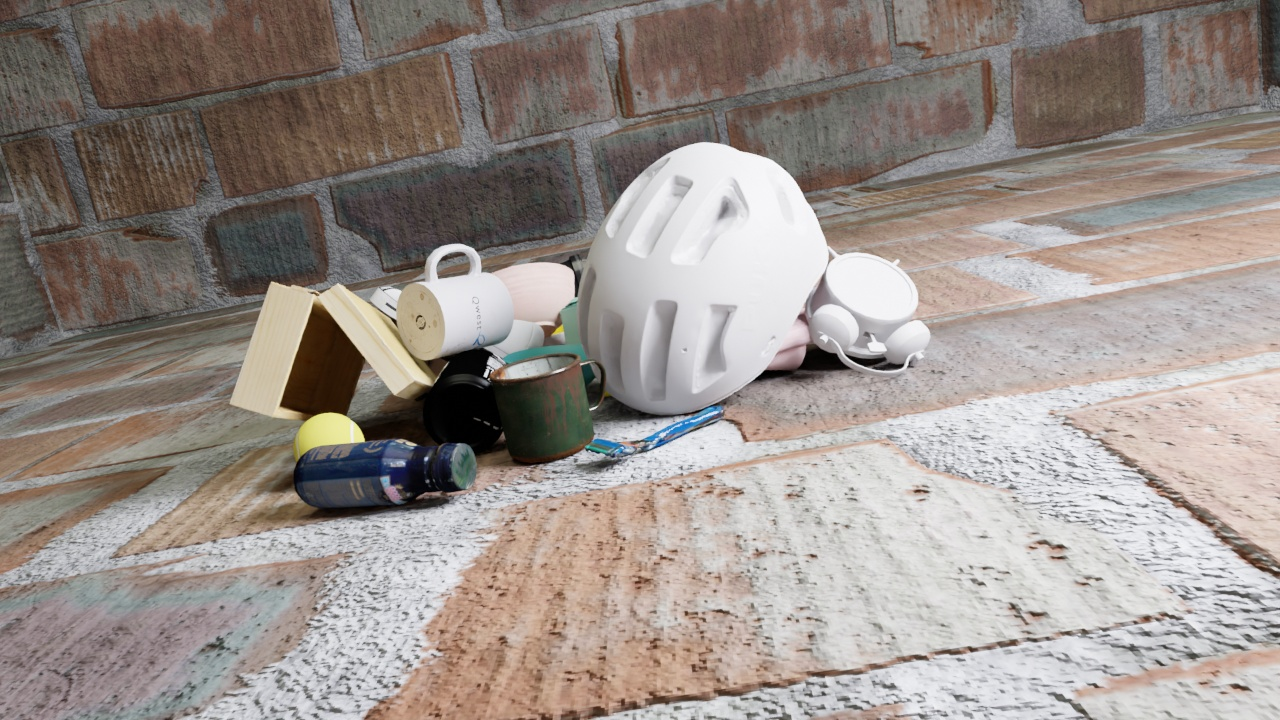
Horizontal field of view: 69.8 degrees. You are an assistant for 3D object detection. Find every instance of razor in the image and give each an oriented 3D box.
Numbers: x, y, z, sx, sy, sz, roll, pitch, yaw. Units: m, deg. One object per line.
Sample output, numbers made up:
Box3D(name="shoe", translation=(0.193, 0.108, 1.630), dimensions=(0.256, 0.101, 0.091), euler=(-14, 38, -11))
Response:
Box3D(name="razor", translation=(0.021, 0.064, 0.806), dimensions=(0.140, 0.018, 0.044), euler=(-15, 13, -34))

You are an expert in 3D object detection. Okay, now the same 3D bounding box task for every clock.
Box3D(name="clock", translation=(0.223, -0.042, 0.916), dimensions=(0.120, 0.061, 0.158), euler=(10, 48, -5))

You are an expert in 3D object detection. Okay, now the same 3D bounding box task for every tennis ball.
Box3D(name="tennis ball", translation=(-0.300, 0.083, 0.885), dimensions=(0.065, 0.065, 0.065), euler=(-10, 13, 2))

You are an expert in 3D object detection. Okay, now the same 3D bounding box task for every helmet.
Box3D(name="helmet", translation=(0.047, -0.083, 0.918), dimensions=(0.183, 0.282, 0.224), euler=(28, 5, -47))

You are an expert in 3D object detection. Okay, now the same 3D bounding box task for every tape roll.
Box3D(name="tape roll", translation=(-0.127, -0.037, 1.361), dimensions=(0.094, 0.019, 0.094), euler=(-11, 13, 2))

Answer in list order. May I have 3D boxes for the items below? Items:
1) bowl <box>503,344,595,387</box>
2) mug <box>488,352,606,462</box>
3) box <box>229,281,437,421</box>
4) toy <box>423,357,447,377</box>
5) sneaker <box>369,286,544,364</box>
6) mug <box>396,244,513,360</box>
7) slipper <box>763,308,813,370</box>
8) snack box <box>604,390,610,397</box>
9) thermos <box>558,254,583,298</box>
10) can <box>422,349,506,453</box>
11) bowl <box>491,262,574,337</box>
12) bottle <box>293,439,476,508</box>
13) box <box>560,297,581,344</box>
Box3D(name="bowl", translation=(-0.091, 0.015, 1.030), dimensions=(0.121, 0.046, 0.121), euler=(-3, 11, 0))
Box3D(name="mug", translation=(-0.077, 0.040, 0.849), dimensions=(0.110, 0.081, 0.085), euler=(-18, 15, -29))
Box3D(name="box", translation=(-0.312, -0.002, 0.986), dimensions=(0.184, 0.141, 0.248), euler=(-5, -5, -4))
Box3D(name="toy", translation=(-0.226, -0.012, 1.210), dimensions=(0.176, 0.076, 0.132), euler=(5, 57, 31))
Box3D(name="sneaker", translation=(-0.222, -0.054, 1.135), dimensions=(0.246, 0.091, 0.097), euler=(21, 71, 26))
Box3D(name="mug", translation=(-0.202, -0.067, 1.002), dimensions=(0.083, 0.120, 0.096), euler=(16, 20, 37))
Box3D(name="slipper", translation=(0.144, -0.019, 0.973), dimensions=(0.221, 0.056, 0.107), euler=(-14, 15, -19))
Box3D(name="snack box", translation=(-0.006, 0.006, 1.059), dimensions=(0.061, 0.026, 0.148), euler=(-10, 13, 8))
Box3D(name="thermos", translation=(-0.178, -0.095, 1.490), dimensions=(0.218, 0.106, 0.106), euler=(-17, 13, -4))
Box3D(name="can", translation=(-0.173, 0.038, 0.939), dimensions=(0.080, 0.080, 0.146), euler=(-11, 13, -2))
Box3D(name="bowl", translation=(-0.158, -0.071, 1.280), dimensions=(0.153, 0.076, 0.153), euler=(-13, -15, -4))
Box3D(name="bottle", translation=(-0.218, 0.096, 0.783), dimensions=(0.161, 0.056, 0.056), euler=(-7, 14, 21))
Box3D(name="box", translation=(-0.035, -0.049, 1.185), dimensions=(0.189, 0.077, 0.079), euler=(-8, 42, 48))
